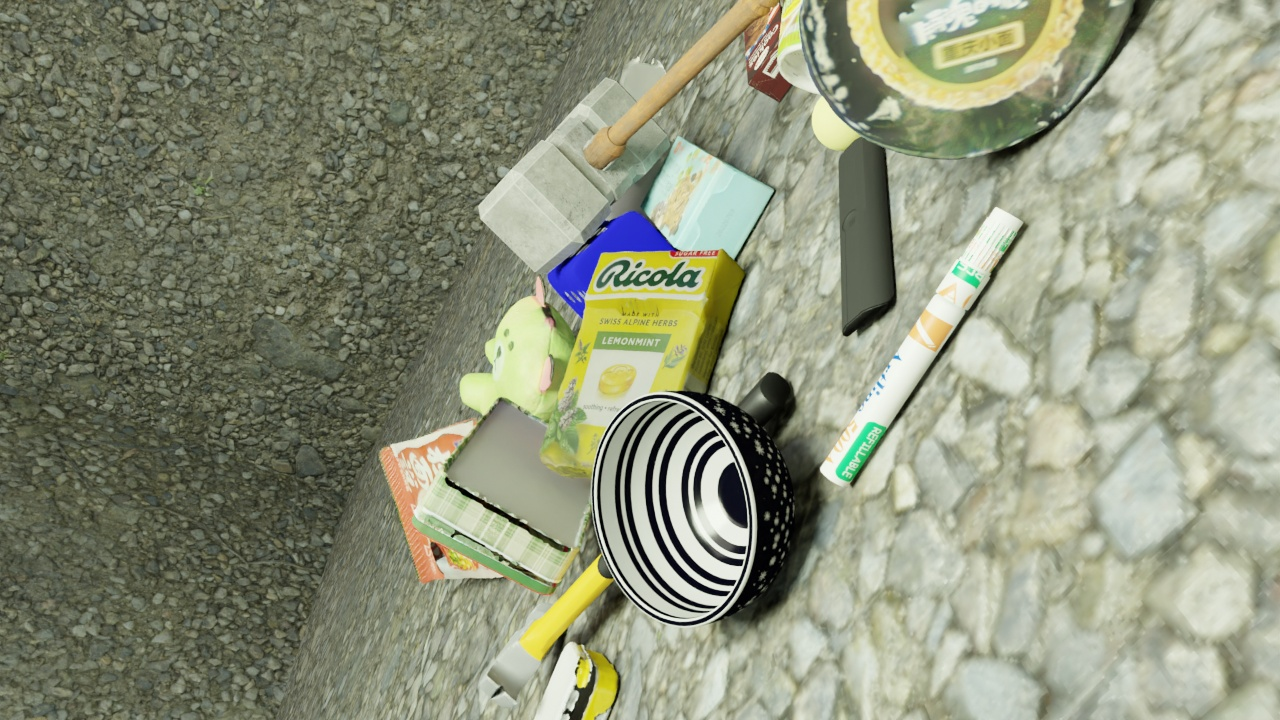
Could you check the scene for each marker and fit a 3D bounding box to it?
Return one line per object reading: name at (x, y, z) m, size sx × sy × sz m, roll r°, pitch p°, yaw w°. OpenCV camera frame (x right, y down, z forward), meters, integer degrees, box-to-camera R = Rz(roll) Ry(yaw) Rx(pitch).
marker at (0.128, -0.004, 0.425) m, size 0.146 × 0.017 × 0.017 m, roll -61°, pitch 18°, yaw 17°

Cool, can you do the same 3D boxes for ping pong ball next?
ping pong ball at (0.129, -0.153, 0.581) m, size 0.040 × 0.040 × 0.040 m, roll -55°, pitch 20°, yaw 31°

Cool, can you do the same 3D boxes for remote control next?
remote control at (0.126, -0.074, 0.526) m, size 0.033 × 0.015 × 0.146 m, roll -48°, pitch 25°, yaw 45°

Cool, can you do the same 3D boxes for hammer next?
hammer at (0.004, -0.197, 0.716) m, size 0.319 × 0.083 × 0.162 m, roll -29°, pitch 21°, yaw 54°
hammer at (-0.012, 0.126, 0.604) m, size 0.324 × 0.029 × 0.126 m, roll -51°, pitch -3°, yaw 29°

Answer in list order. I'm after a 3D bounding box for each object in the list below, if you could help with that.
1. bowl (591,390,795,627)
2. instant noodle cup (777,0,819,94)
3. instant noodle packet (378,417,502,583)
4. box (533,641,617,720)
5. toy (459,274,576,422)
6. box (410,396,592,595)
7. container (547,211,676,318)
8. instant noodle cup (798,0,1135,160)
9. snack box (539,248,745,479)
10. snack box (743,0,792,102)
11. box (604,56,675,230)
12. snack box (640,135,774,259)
bowl at (0.037, 0.075, 0.489) m, size 0.120 × 0.066 × 0.120 m, roll 3°, pitch 94°, yaw 48°
instant noodle cup at (0.134, -0.238, 0.603) m, size 0.099 × 0.099 × 0.108 m, roll 174°, pitch 111°, yaw -70°
instant noodle packet at (-0.183, 0.147, 0.963) m, size 0.221 × 0.083 × 0.164 m, roll -17°, pitch 90°, yaw 56°
box at (-0.073, 0.291, 0.602) m, size 0.209 × 0.037 × 0.064 m, roll -68°, pitch 15°, yaw -4°
toy at (-0.123, 0.023, 1.000) m, size 0.197 × 0.107 × 0.150 m, roll -40°, pitch 48°, yaw 37°
box at (-0.093, 0.098, 0.712) m, size 0.051 × 0.117 × 0.205 m, roll -57°, pitch 5°, yaw 14°
container at (-0.021, -0.076, 0.816) m, size 0.085 × 0.084 × 0.114 m, roll -46°, pitch 13°, yaw -8°
instant noodle cup at (0.144, -0.180, 0.435) m, size 0.138 × 0.137 × 0.112 m, roll -55°, pitch 12°, yaw 32°
snack box at (-0.004, 0.004, 0.683) m, size 0.121 × 0.045 × 0.180 m, roll 5°, pitch 70°, yaw 40°
snack box at (0.118, -0.285, 0.799) m, size 0.051 × 0.031 × 0.140 m, roll -52°, pitch 22°, yaw 38°
box at (0.000, -0.212, 0.928) m, size 0.156 × 0.084 × 0.126 m, roll -53°, pitch 54°, yaw 30°
snack box at (0.050, -0.136, 0.771) m, size 0.075 × 0.053 × 0.174 m, roll -60°, pitch 19°, yaw 14°
